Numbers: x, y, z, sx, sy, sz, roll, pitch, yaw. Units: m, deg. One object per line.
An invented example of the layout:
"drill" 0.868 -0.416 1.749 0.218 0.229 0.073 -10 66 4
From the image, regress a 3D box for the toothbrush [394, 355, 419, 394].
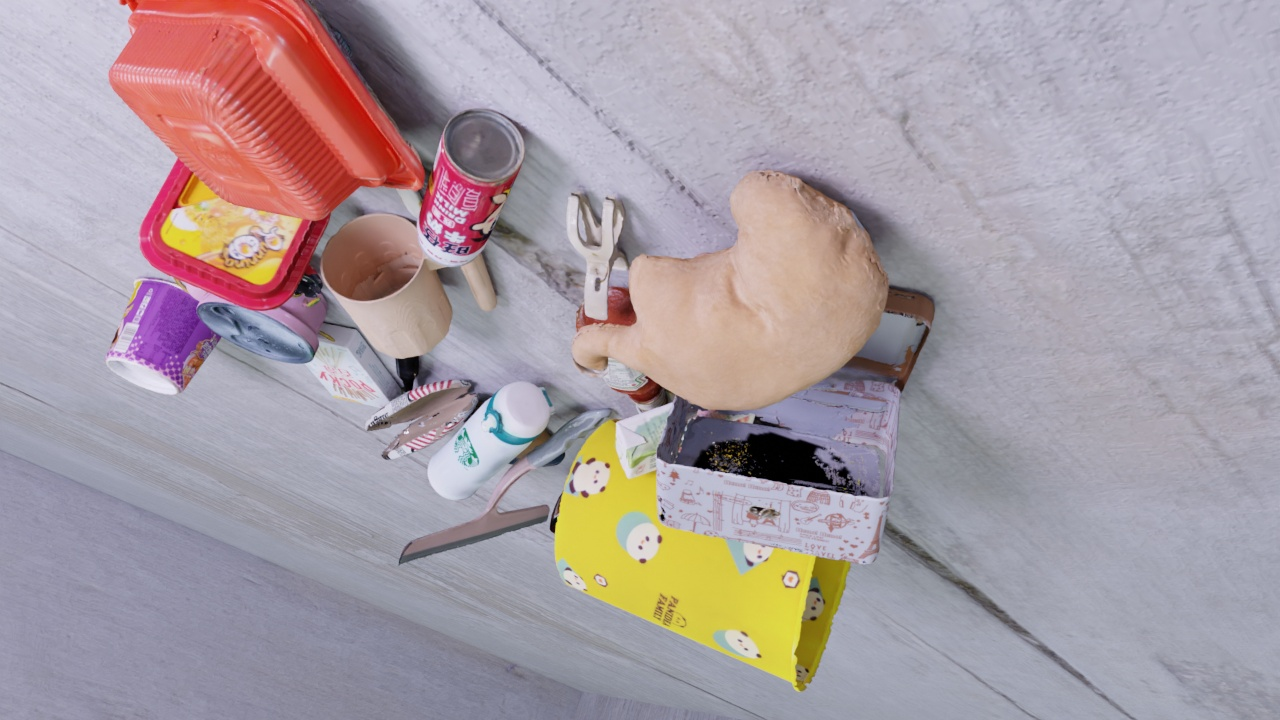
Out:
"toothbrush" -0.253 0.008 0.994 0.027 0.026 0.213 51 157 9

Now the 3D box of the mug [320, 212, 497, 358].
"mug" -0.188 -0.063 0.767 0.124 0.084 0.104 -11 154 -2

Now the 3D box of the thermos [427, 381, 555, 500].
"thermos" -0.167 0.089 0.994 0.073 0.073 0.225 26 145 -18

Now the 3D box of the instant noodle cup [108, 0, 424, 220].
"instant noodle cup" -0.248 -0.159 0.582 0.189 0.079 0.164 15 154 33

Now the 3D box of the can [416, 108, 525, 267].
"can" -0.121 -0.115 0.636 0.053 0.053 0.133 23 153 -12

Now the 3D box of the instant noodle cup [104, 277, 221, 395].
"instant noodle cup" -0.529 -0.022 1.020 0.111 0.099 0.112 14 156 6

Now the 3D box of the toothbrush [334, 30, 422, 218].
"toothbrush" -0.180 -0.156 0.639 0.016 0.018 0.191 15 157 14

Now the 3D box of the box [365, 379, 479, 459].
"box" -0.251 0.053 1.035 0.164 0.074 0.081 -27 104 42

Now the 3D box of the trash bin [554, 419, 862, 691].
"trash bin" 0.069 0.175 0.917 0.255 0.229 0.230 12 154 23

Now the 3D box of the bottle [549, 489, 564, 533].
"bottle" -0.064 0.154 1.104 0.044 0.079 0.195 23 147 -6

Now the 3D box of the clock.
"clock" -0.389 -0.055 0.913 0.158 0.059 0.117 17 155 -2

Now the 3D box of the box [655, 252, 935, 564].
"box" 0.114 0.023 0.688 0.183 0.155 0.193 9 134 11

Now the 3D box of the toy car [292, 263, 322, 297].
"toy car" -0.344 -0.089 0.848 0.106 0.031 0.049 21 155 -5

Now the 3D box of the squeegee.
"squeegee" -0.119 0.120 1.021 0.250 0.040 0.247 -44 159 27

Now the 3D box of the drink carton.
"drink carton" 0.038 0.061 0.833 0.122 0.045 0.054 -18 155 -10

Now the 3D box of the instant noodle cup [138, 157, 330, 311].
"instant noodle cup" -0.322 -0.099 0.738 0.116 0.116 0.124 25 165 -17

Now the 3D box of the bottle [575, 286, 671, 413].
"bottle" -0.005 0.005 0.799 0.060 0.059 0.206 9 159 16

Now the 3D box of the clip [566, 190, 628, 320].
"clip" -0.027 -0.083 0.663 0.034 0.061 0.097 8 143 15

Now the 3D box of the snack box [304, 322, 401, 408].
"snack box" -0.333 0.006 1.037 0.085 0.026 0.157 11 153 12

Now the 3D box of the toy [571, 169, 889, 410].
"toy" 0.053 -0.022 0.606 0.227 0.082 0.143 -33 102 28

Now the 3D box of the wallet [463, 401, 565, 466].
"wallet" -0.151 0.087 1.079 0.090 0.033 0.115 0 148 26
